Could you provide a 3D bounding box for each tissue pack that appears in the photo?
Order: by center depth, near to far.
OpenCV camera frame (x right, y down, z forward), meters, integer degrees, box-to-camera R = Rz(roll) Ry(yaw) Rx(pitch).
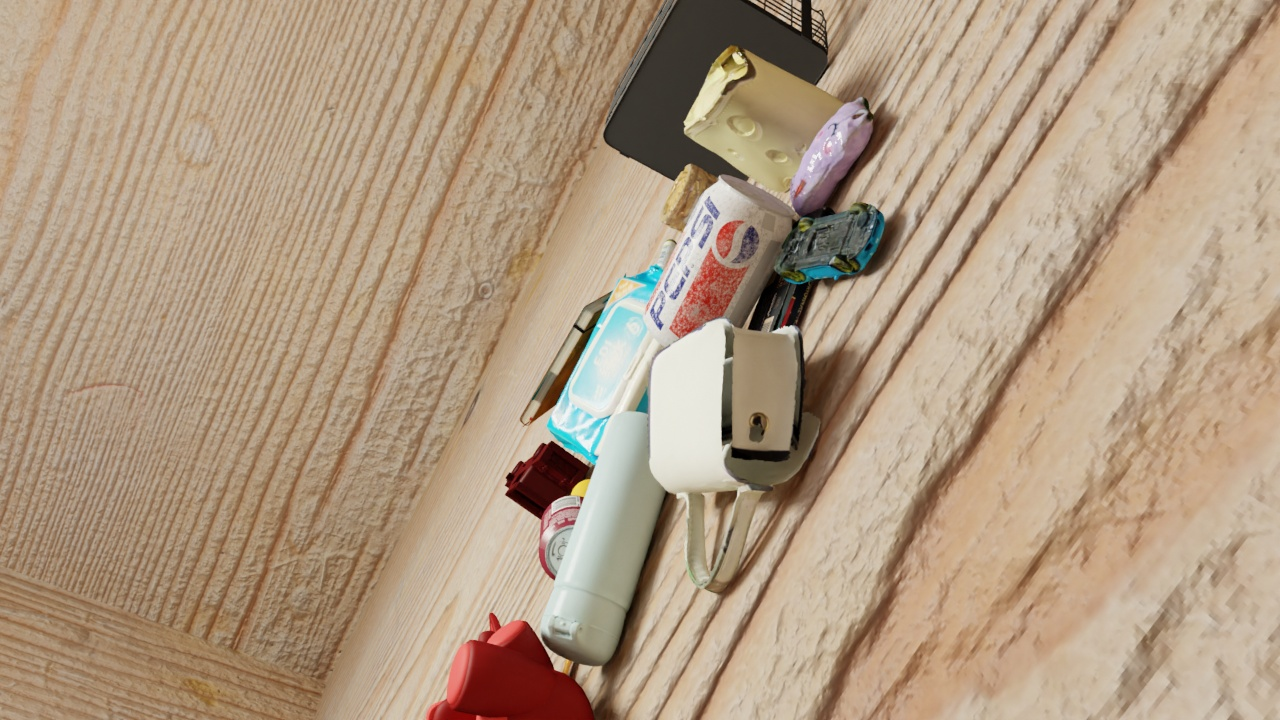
[{"bbox_3d":[-0.005,0.005,0.893,0.117,0.066,0.209,24,85,50],"label":"tissue pack"}]

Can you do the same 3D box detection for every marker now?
[{"bbox_3d":[0.015,-0.072,0.992,0.017,0.017,0.146,-42,26,58],"label":"marker"}]

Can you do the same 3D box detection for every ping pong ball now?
[{"bbox_3d":[-0.051,0.141,0.932,0.040,0.040,0.040,-58,15,25],"label":"ping pong ball"}]

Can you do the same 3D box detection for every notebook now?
[{"bbox_3d":[-0.048,-0.028,1.069,0.179,0.014,0.248,-58,-9,27],"label":"notebook"}]

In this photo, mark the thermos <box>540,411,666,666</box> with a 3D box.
[{"bbox_3d":[-0.024,0.147,0.767,0.078,0.065,0.206,64,-140,-57],"label":"thermos"}]

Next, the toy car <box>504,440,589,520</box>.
[{"bbox_3d":[-0.123,0.152,1.118,0.061,0.070,0.170,-58,9,-28],"label":"toy car"}]

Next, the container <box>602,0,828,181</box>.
[{"bbox_3d":[0.080,-0.310,0.989,0.242,0.162,0.130,-53,17,40],"label":"container"}]

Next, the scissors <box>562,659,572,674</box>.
[{"bbox_3d":[-0.061,0.250,0.832,0.074,0.012,0.131,-40,27,62],"label":"scissors"}]

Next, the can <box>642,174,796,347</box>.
[{"bbox_3d":[0.062,-0.072,0.734,0.078,0.078,0.136,-95,29,-65],"label":"can"}]

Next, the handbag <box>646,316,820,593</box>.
[{"bbox_3d":[0.059,0.069,0.628,0.151,0.074,0.176,149,125,-69],"label":"handbag"}]

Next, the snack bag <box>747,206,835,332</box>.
[{"bbox_3d":[0.107,-0.044,0.716,0.155,0.018,0.075,-67,12,-15],"label":"snack bag"}]

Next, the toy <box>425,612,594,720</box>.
[{"bbox_3d":[-0.107,0.287,0.725,0.197,0.120,0.158,149,112,-72],"label":"toy"}]

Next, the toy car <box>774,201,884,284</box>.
[{"bbox_3d":[0.135,-0.078,0.643,0.105,0.032,0.048,-8,56,64],"label":"toy car"}]

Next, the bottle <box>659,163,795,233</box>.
[{"bbox_3d":[0.075,-0.120,0.788,0.056,0.105,0.056,-58,14,24],"label":"bottle"}]

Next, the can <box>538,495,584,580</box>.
[{"bbox_3d":[-0.062,0.166,0.854,0.063,0.063,0.114,-64,6,0],"label":"can"}]

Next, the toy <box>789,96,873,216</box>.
[{"bbox_3d":[0.150,-0.165,0.734,0.100,0.036,0.080,-58,11,30],"label":"toy"}]

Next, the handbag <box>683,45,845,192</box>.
[{"bbox_3d":[0.109,-0.216,0.808,0.081,0.119,0.111,-64,13,-5],"label":"handbag"}]
